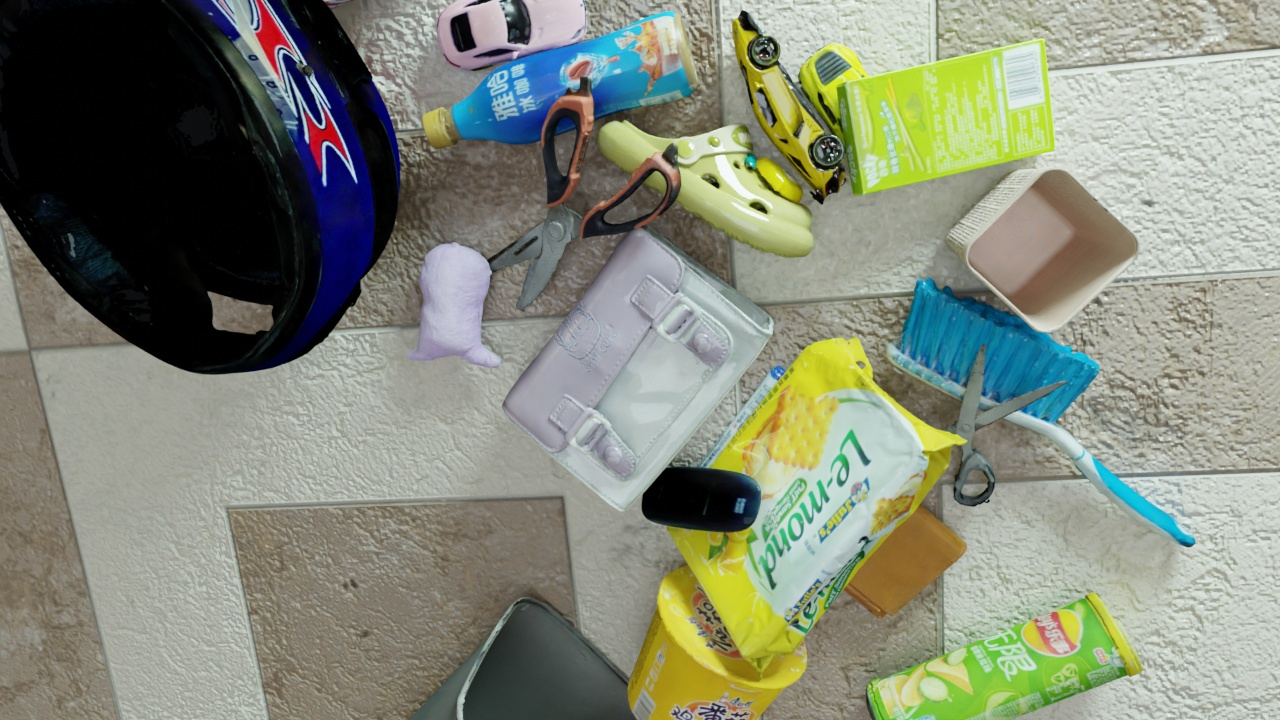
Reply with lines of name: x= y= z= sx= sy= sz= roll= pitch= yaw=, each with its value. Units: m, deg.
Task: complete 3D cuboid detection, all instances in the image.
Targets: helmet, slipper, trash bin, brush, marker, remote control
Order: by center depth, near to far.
helmet: x=-0.294 y=-0.145 z=0.672 sx=0.248 sy=0.240 sz=0.315 roll=-38 pitch=88 yaw=18
slipper: x=0.058 y=-0.148 z=0.710 sx=0.190 sy=0.091 sz=0.082 roll=30 pitch=103 yaw=3
brush: x=0.339 y=0.045 z=0.742 sx=0.314 sy=0.060 sz=0.110 roll=25 pitch=111 yaw=-2
remote control: x=0.043 y=0.114 z=0.766 sx=0.024 sy=0.137 sz=0.053 roll=24 pitch=72 yaw=-38
marker: x=0.080 y=0.065 z=0.796 sx=0.017 sy=0.016 sz=0.146 roll=35 pitch=106 yaw=-2
trash bin: x=-0.129 y=0.373 z=0.817 sx=0.198 sy=0.198 sz=0.220 roll=44 pitch=111 yaw=-5

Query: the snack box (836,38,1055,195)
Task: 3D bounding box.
snack box: x=0.230 y=-0.182 z=0.691 sx=0.156 sy=0.026 sz=0.086 roll=-14 pitch=103 yaw=-4

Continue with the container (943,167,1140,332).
container: x=0.288 y=-0.087 z=0.682 sx=0.090 sy=0.110 sz=0.090 roll=41 pitch=105 yaw=-4

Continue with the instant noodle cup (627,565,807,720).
instant noodle cup: x=0.059 y=0.265 z=0.794 sx=0.138 sy=0.137 sz=0.110 roll=24 pitch=114 yaw=1

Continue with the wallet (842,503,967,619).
wallet: x=0.197 y=0.155 z=0.794 sx=0.132 sy=0.031 sz=0.108 roll=39 pitch=106 yaw=-6

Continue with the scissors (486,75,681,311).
scissors: x=-0.055 y=-0.120 z=0.720 sx=0.190 sy=0.015 sz=0.222 roll=14 pitch=124 yaw=25

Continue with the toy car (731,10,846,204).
toy car: x=0.109 y=-0.192 z=0.700 sx=0.041 sy=0.071 sz=0.156 roll=-31 pitch=96 yaw=9

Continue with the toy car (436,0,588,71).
toy car: x=-0.103 y=-0.267 z=0.727 sx=0.122 sy=0.037 sz=0.056 roll=-11 pitch=104 yaw=9

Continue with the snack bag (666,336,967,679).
snack bag: x=0.131 y=0.111 z=0.738 sx=0.068 sy=0.158 sz=0.247 roll=23 pitch=111 yaw=-37

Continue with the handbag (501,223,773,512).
handbag: x=-0.004 y=0.004 z=0.755 sx=0.145 sy=0.098 sz=0.197 roll=38 pitch=105 yaw=3

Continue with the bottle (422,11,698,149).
bottle: x=-0.066 y=-0.211 z=0.721 sx=0.219 sy=0.065 sz=0.065 roll=-14 pitch=102 yaw=11

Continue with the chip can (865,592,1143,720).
chip can: x=0.305 y=0.275 z=0.790 sx=0.221 sy=0.072 sz=0.072 roll=-27 pitch=99 yaw=12

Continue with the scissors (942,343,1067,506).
scissors: x=0.261 y=0.059 z=0.736 sx=0.182 sy=0.014 sz=0.159 roll=-19 pitch=122 yaw=36

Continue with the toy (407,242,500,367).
toy: x=-0.158 y=-0.047 z=0.787 sx=0.084 sy=0.039 sz=0.108 roll=7 pitch=102 yaw=6

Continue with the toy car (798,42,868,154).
toy car: x=0.166 y=-0.196 z=0.712 sx=0.048 sy=0.032 sz=0.105 roll=-35 pitch=99 yaw=13

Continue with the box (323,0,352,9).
box: x=-0.196 y=-0.317 z=0.713 sx=0.164 sy=0.074 sz=0.081 roll=-29 pitch=88 yaw=11
